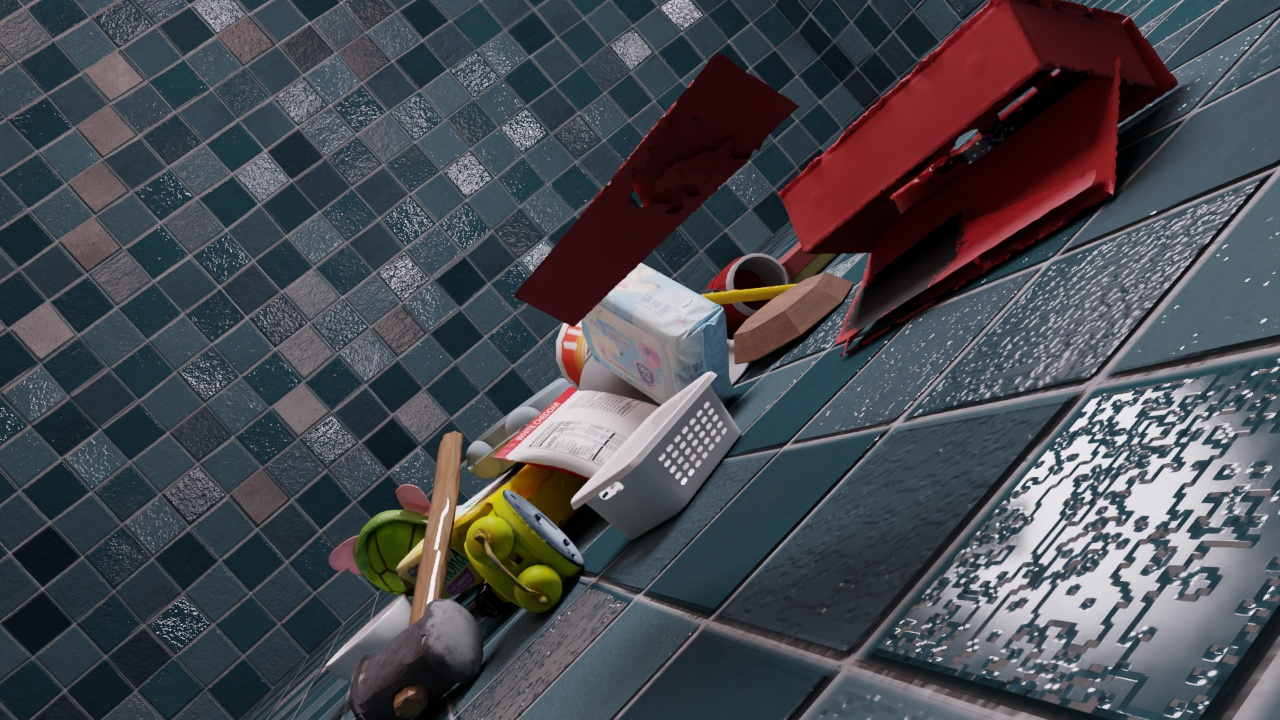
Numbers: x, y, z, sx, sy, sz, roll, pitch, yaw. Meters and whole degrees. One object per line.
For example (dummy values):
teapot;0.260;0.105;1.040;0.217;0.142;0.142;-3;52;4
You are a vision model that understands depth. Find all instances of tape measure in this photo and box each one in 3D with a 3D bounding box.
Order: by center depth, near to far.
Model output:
tape measure;-0.110;0.188;0.779;0.061;0.034;0.062;-44;4;-3

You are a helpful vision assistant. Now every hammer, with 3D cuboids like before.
hammer;-0.171;0.158;0.771;0.098;0.052;0.327;-41;26;17

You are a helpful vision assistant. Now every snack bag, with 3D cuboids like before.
snack bag;-0.037;0.069;0.832;0.130;0.144;0.039;-44;-40;-49
snack bag;-0.130;0.154;0.909;0.248;0.068;0.159;-36;2;45

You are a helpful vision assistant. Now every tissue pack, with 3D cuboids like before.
tissue pack;0.006;-0.026;0.855;0.069;0.182;0.112;-38;-43;-25

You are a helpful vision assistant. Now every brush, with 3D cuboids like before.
brush;0.231;-0.144;1.208;0.173;0.042;0.082;-42;3;-14

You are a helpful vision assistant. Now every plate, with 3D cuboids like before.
plate;0.140;-0.044;0.880;0.131;0.025;0.131;-35;6;4

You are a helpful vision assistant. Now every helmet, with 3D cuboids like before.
helmet;-0.005;0.006;1.001;0.272;0.118;0.182;-26;18;45

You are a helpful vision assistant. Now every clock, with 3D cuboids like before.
clock;-0.087;0.141;0.676;0.057;0.083;0.119;-47;-1;-2
clock;-0.118;0.072;0.937;0.123;0.045;0.159;-37;-2;22

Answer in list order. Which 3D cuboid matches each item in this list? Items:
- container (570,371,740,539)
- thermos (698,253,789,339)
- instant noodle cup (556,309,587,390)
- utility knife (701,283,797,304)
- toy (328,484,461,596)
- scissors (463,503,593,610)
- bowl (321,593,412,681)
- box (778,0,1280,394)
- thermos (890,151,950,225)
container;0.017;0.071;0.654;0.081;0.049;0.128;-39;3;43
thermos;0.110;-0.073;1.181;0.108;0.084;0.199;-5;-9;-13
instant noodle cup;-0.035;-0.011;1.175;0.123;0.123;0.121;-42;13;-11
utility knife;0.091;-0.065;0.948;0.224;0.019;0.030;-9;-17;-9
toy;-0.251;0.224;1.094;0.238;0.190;0.087;-14;38;9
scissors;-0.107;0.189;0.945;0.205;0.015;0.201;-39;3;27
bowl;-0.299;0.327;1.054;0.115;0.050;0.114;-41;2;2
box;0.350;-0.083;0.667;0.215;0.478;0.170;-39;27;50
thermos;0.249;-0.175;0.902;0.098;0.098;0.220;-41;-2;13
